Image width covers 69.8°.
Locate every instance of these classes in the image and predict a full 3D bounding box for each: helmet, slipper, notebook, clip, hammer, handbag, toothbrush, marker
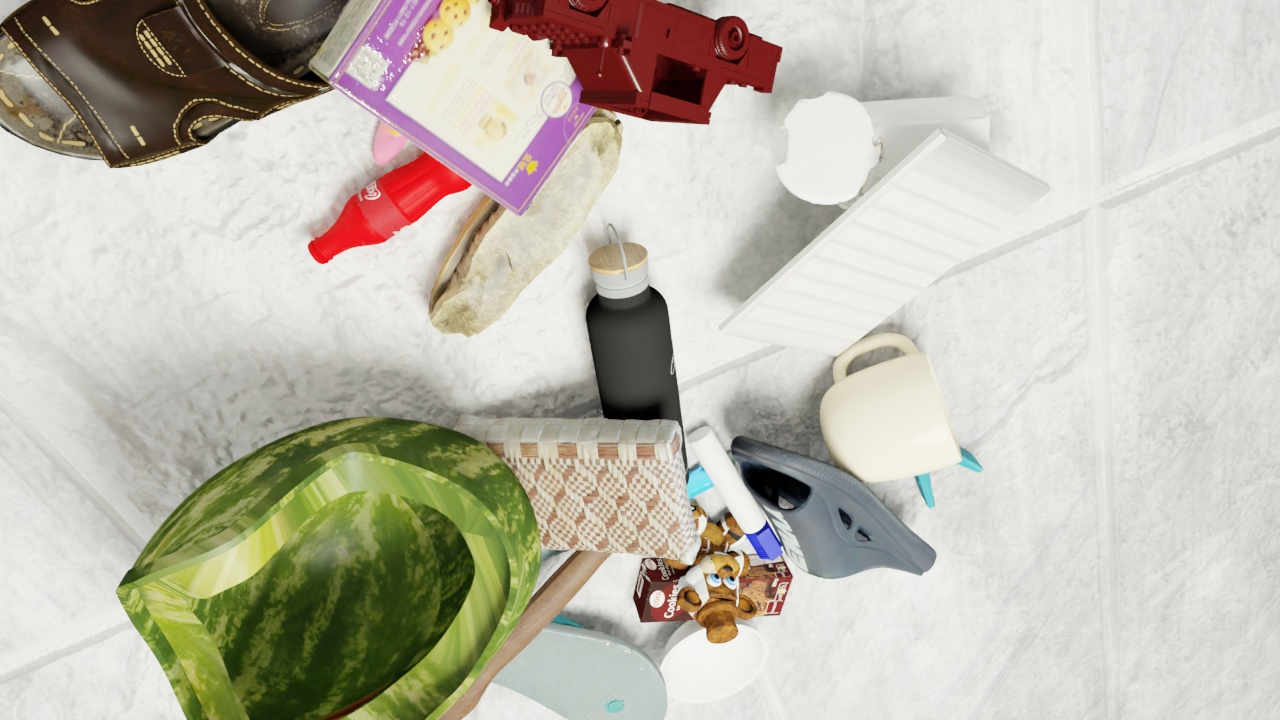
[{"bbox_3d":[-0.198,0.148,0.626,0.246,0.244,0.213,-30,100,-34],"label":"helmet"},{"bbox_3d":[-0.091,0.268,0.852,0.268,0.054,0.098,25,110,-16],"label":"slipper"},{"bbox_3d":[-0.233,-0.181,0.503,0.268,0.075,0.113,-24,124,0],"label":"slipper"},{"bbox_3d":[0.172,-0.072,0.660,0.142,0.009,0.210,9,140,-41],"label":"notebook"},{"bbox_3d":[0.158,0.145,0.794,0.268,0.111,0.083,36,79,-37],"label":"slipper"},{"bbox_3d":[0.273,0.073,0.838,0.127,0.028,0.114,32,106,-30],"label":"clip"},{"bbox_3d":[-0.112,0.241,0.795,0.115,0.033,0.323,37,103,-19],"label":"hammer"},{"bbox_3d":[-0.049,0.098,0.712,0.186,0.046,0.124,0,124,19],"label":"handbag"},{"bbox_3d":[-0.135,-0.180,0.570,0.021,0.016,0.136,21,116,-28],"label":"toothbrush"},{"bbox_3d":[0.083,0.116,0.790,0.023,0.027,0.133,-35,110,-9],"label":"marker"}]

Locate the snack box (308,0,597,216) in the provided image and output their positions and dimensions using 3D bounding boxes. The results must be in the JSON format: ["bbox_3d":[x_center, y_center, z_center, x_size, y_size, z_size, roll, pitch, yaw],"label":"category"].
[{"bbox_3d":[-0.086,-0.181,0.529,0.148,0.040,0.143,32,95,-44],"label":"snack box"}]

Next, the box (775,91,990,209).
[{"bbox_3d":[0.161,-0.144,0.632,0.166,0.092,0.083,-6,103,-10],"label":"box"}]

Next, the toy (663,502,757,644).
[{"bbox_3d":[0.063,0.187,0.803,0.087,0.112,0.067,14,127,-24],"label":"toy"}]

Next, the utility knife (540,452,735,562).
[{"bbox_3d":[-0.008,0.132,0.801,0.205,0.015,0.031,-25,122,-4],"label":"utility knife"}]

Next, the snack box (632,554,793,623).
[{"bbox_3d":[0.068,0.214,0.865,0.140,0.031,0.051,2,121,-17],"label":"snack box"}]

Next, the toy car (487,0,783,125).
[{"bbox_3d":[-0.002,-0.173,0.517,0.169,0.070,0.062,3,102,-39],"label":"toy car"}]

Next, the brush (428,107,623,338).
[{"bbox_3d":[-0.080,-0.090,0.623,0.059,0.043,0.196,34,106,-30],"label":"brush"}]

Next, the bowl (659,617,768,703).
[{"bbox_3d":[0.067,0.284,0.904,0.110,0.040,0.110,-7,123,-11],"label":"bowl"}]

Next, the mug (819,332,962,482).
[{"bbox_3d":[0.197,0.040,0.759,0.100,0.096,0.120,-19,82,19],"label":"mug"}]

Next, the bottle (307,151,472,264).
[{"bbox_3d":[-0.164,-0.100,0.598,0.119,0.036,0.036,-32,124,6],"label":"bottle"}]

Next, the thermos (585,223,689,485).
[{"bbox_3d":[-0.004,0.004,0.694,0.061,0.061,0.232,-14,124,-7],"label":"thermos"}]
